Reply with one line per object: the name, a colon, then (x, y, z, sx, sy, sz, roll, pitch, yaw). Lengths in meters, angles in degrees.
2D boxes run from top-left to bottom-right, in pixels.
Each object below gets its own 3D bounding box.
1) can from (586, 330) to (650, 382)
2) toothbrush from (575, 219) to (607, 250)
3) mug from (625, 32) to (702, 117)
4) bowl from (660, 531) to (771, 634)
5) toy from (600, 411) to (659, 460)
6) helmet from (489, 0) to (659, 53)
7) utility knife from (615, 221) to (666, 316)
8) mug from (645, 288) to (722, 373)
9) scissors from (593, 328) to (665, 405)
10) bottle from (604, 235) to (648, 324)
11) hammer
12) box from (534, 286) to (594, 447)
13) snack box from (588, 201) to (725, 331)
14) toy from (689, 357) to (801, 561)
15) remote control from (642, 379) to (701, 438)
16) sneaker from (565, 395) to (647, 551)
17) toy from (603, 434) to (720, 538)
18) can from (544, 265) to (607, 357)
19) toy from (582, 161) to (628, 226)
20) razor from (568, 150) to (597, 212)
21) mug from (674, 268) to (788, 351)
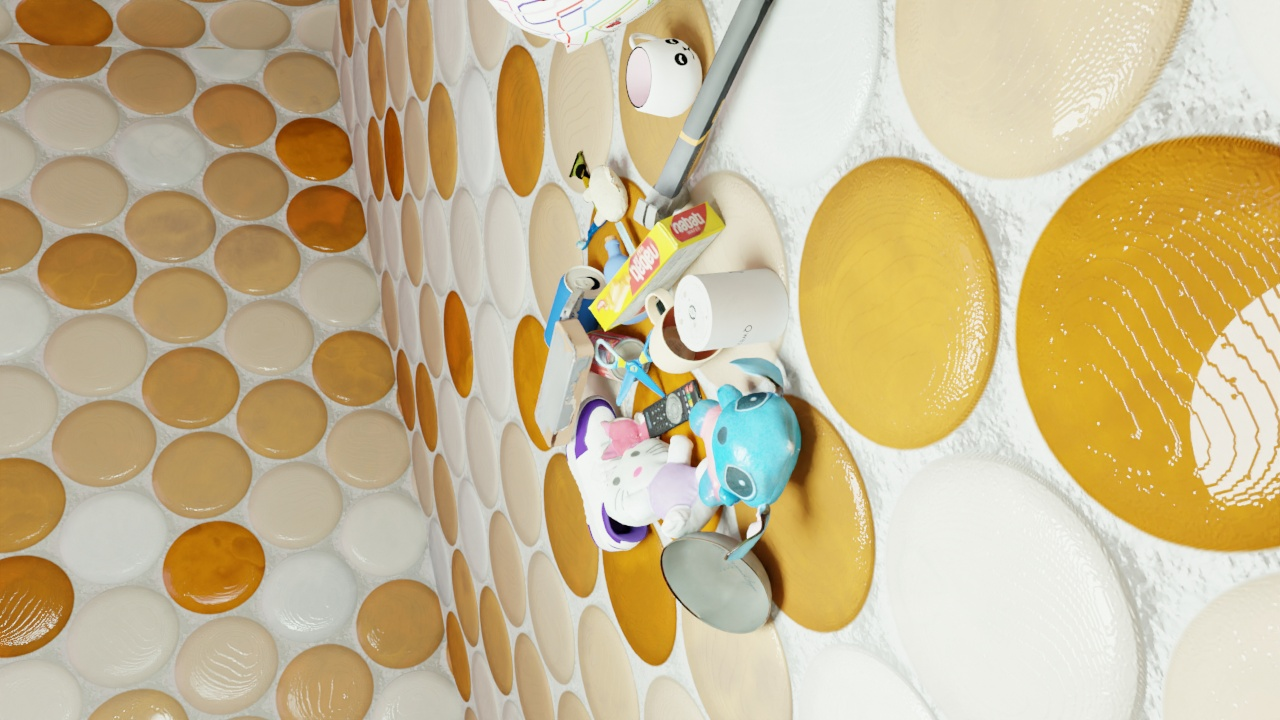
can: (-0.042, -0.007, 1.359, 0.124, 0.066, 0.067, 14, 110, 63)
toothbrush: (-0.074, -0.203, 1.432, 0.133, 0.016, 0.021, 141, 138, -61)
mug: (0.026, -0.353, 1.108, 0.123, 0.076, 0.090, 69, 152, 27)
bowl: (0.101, 0.258, 1.117, 0.151, 0.056, 0.151, 20, 130, 26)
toy: (-0.011, 0.112, 1.354, 0.103, 0.050, 0.065, -14, 74, 29)
helmet: (-0.046, -0.505, 1.038, 0.315, 0.235, 0.231, -37, 68, 25)
utility knife: (0.009, -0.105, 1.271, 0.233, 0.020, 0.029, 66, 148, 27)
mug: (0.044, -0.037, 1.139, 0.111, 0.085, 0.104, 55, 162, 5)
scissors: (-0.013, 0.007, 1.283, 0.014, 0.130, 0.125, -57, -10, -74)
bottle: (-0.026, -0.119, 1.317, 0.048, 0.048, 0.131, -48, 54, 58)
hammer: (0.072, -0.277, 1.028, 0.035, 0.139, 0.313, 32, 128, 6)
box: (-0.116, 0.011, 1.371, 0.156, 0.071, 0.217, -86, 10, -46)
snack box: (0.017, -0.114, 1.143, 0.042, 0.091, 0.201, 55, 142, 9)
toy: (0.112, 0.112, 1.033, 0.192, 0.099, 0.224, 153, 122, -69)
remote control: (0.046, 0.068, 1.253, 0.141, 0.021, 0.045, -36, 66, 57)
sneaker: (-0.043, 0.174, 1.394, 0.111, 0.091, 0.244, -12, 90, 63)
toy: (0.034, 0.168, 1.221, 0.137, 0.085, 0.210, -58, 26, -14)
can: (-0.102, -0.075, 1.452, 0.079, 0.078, 0.146, 66, 150, 32)
toy: (-0.047, -0.243, 1.324, 0.113, 0.050, 0.087, -49, 59, 51)
razor: (-0.079, -0.268, 1.415, 0.044, 0.021, 0.144, -65, 35, 35)
mug: (0.093, -0.049, 1.028, 0.120, 0.096, 0.083, -50, 52, 58)
